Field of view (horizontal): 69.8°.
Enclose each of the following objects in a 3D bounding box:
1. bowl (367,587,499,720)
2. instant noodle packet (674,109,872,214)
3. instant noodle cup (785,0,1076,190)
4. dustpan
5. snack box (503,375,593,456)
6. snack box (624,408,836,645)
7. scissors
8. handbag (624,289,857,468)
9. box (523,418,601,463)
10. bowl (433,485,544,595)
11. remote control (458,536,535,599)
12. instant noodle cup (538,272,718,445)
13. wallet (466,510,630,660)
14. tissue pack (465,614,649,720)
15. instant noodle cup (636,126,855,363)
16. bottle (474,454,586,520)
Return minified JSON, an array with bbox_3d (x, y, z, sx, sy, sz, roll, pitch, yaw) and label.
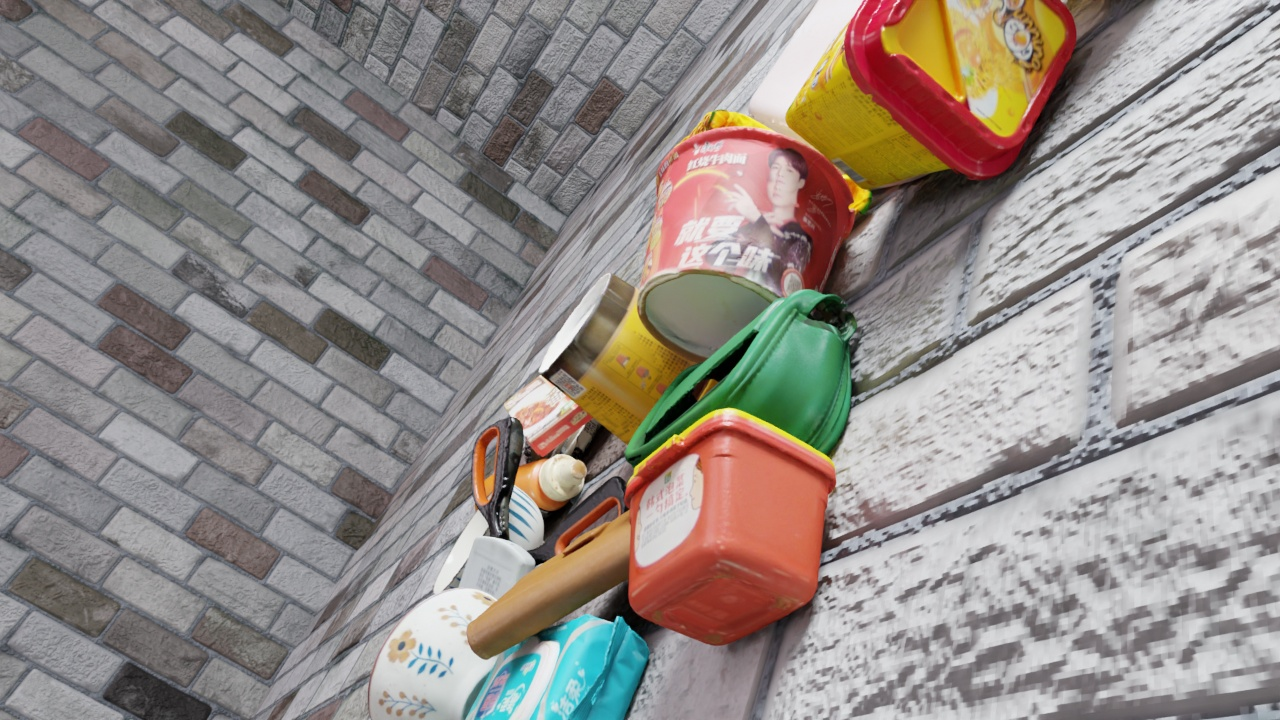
[{"bbox_3d":[-0.111,0.212,0.597,0.062,0.113,0.113,13,64,42],"label":"bowl"},{"bbox_3d":[0.088,-0.127,0.657,0.044,0.128,0.111,-69,12,-9],"label":"instant noodle packet"},{"bbox_3d":[0.154,-0.161,0.521,0.116,0.116,0.124,-58,13,-14],"label":"instant noodle cup"},{"bbox_3d":[0.210,-0.213,0.714,0.222,0.139,0.273,-54,40,-4],"label":"dustpan"},{"bbox_3d":[-0.054,0.020,0.875,0.153,0.025,0.075,-38,40,-4],"label":"snack box"},{"bbox_3d":[0.037,0.079,0.422,0.091,0.082,0.080,-44,26,43],"label":"snack box"},{"bbox_3d":[-0.092,0.144,0.706,0.221,0.021,0.233,-23,58,28],"label":"scissors"},{"bbox_3d":[0.061,0.025,0.522,0.132,0.068,0.119,-42,10,50],"label":"handbag"},{"bbox_3d":[-0.075,0.041,0.942,0.163,0.082,0.075,-64,10,-28],"label":"box"},{"bbox_3d":[-0.123,0.171,0.805,0.117,0.066,0.116,-52,12,15],"label":"bowl"},{"bbox_3d":[-0.120,0.206,0.674,0.058,0.021,0.150,14,84,42],"label":"remote control"},{"bbox_3d":[-0.004,0.004,0.690,0.119,0.114,0.118,-52,13,17],"label":"instant noodle cup"},{"bbox_3d":[-0.032,0.123,0.550,0.132,0.031,0.107,-32,-2,10],"label":"wallet"},{"bbox_3d":[-0.053,0.195,0.510,0.134,0.050,0.093,-38,19,52],"label":"tissue pack"},{"bbox_3d":[0.064,-0.066,0.601,0.138,0.138,0.108,-37,29,55],"label":"instant noodle cup"},{"bbox_3d":[-0.099,0.123,0.868,0.150,0.067,0.066,-30,26,45],"label":"bottle"}]
